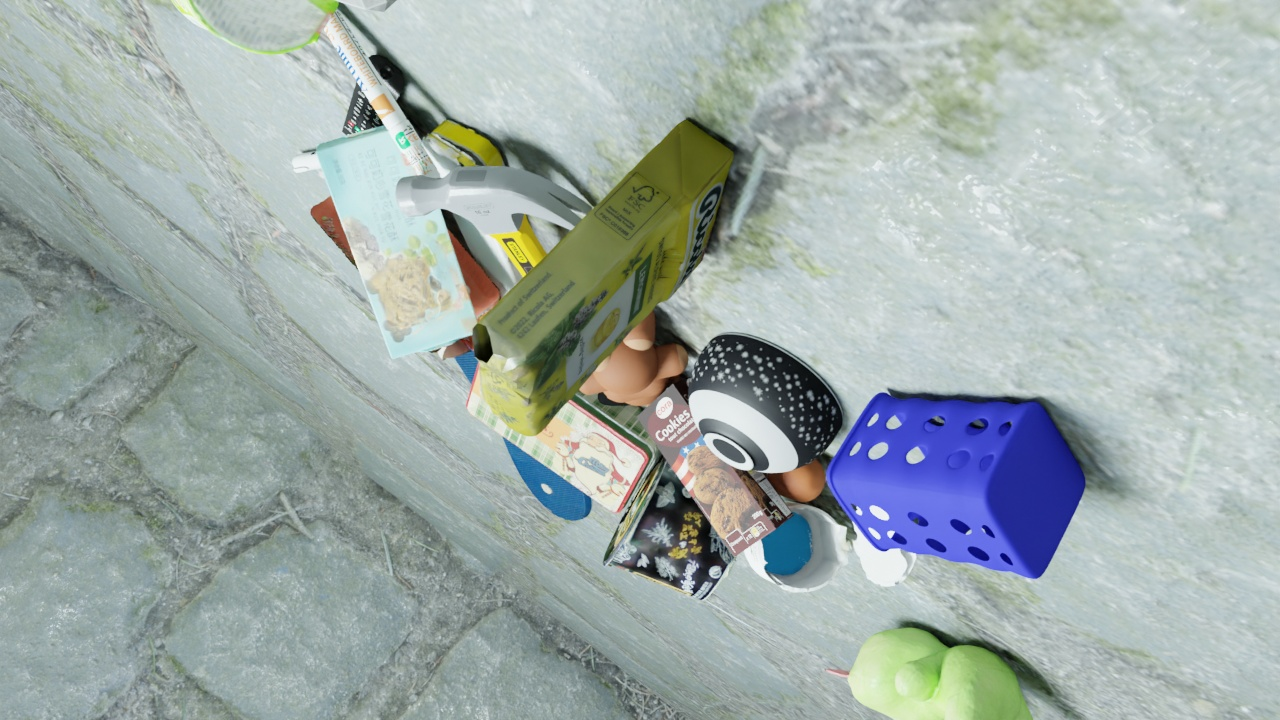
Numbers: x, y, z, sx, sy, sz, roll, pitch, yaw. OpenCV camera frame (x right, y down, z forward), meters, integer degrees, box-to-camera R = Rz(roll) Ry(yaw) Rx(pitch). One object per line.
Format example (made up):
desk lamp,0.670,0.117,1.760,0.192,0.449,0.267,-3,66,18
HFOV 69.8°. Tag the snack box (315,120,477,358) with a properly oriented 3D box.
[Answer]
snack box,-0.188,-0.095,0.722,0.053,0.075,0.175,-136,29,-67

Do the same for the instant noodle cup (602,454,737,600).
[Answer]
instant noodle cup,0.041,0.176,0.949,0.112,0.137,0.137,29,158,-2

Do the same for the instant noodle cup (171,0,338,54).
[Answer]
instant noodle cup,-0.266,-0.254,0.606,0.108,0.098,0.099,23,155,49

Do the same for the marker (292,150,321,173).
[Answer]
marker,-0.297,-0.189,0.864,0.134,0.020,0.017,9,155,49

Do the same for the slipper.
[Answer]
slipper,-0.123,0.061,1.052,0.118,0.060,0.295,-1,124,49

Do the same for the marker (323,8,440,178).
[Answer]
marker,-0.189,-0.192,0.655,0.145,0.017,0.017,59,153,-13

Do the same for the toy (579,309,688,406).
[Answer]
toy,-0.005,0.004,0.764,0.095,0.065,0.128,-13,159,10

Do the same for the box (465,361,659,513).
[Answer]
box,-0.079,0.062,0.940,0.205,0.050,0.118,35,132,8

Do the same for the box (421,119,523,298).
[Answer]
box,-0.121,-0.104,0.749,0.064,0.037,0.210,31,158,24

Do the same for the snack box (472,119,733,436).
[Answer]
snack box,-0.020,-0.040,0.532,0.045,0.180,0.121,38,158,11

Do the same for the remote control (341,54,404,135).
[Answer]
remote control,-0.213,-0.198,0.727,0.033,0.015,0.147,42,157,-12

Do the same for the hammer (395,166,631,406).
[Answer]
hammer,-0.064,-0.045,0.752,0.127,0.029,0.324,-2,149,20

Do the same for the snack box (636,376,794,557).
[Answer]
snack box,0.060,0.086,0.757,0.051,0.031,0.141,-44,75,36

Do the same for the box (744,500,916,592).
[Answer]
box,0.158,0.156,0.789,0.126,0.084,0.156,0,173,1

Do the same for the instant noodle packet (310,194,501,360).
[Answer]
instant noodle packet,-0.213,-0.083,0.882,0.164,0.084,0.221,49,171,-3

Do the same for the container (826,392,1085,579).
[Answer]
container,0.194,0.074,0.566,0.085,0.084,0.114,50,154,-25

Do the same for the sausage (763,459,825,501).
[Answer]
sausage,0.095,0.092,0.799,0.164,0.044,0.039,5,107,52

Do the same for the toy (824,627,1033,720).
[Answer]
toy,0.285,0.315,0.894,0.150,0.107,0.197,22,176,-29

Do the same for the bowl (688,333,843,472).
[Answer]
bowl,0.084,0.044,0.692,0.120,0.066,0.120,31,157,15

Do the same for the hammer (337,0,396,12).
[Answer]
hammer,-0.251,-0.306,0.484,0.318,0.082,0.163,26,155,27
